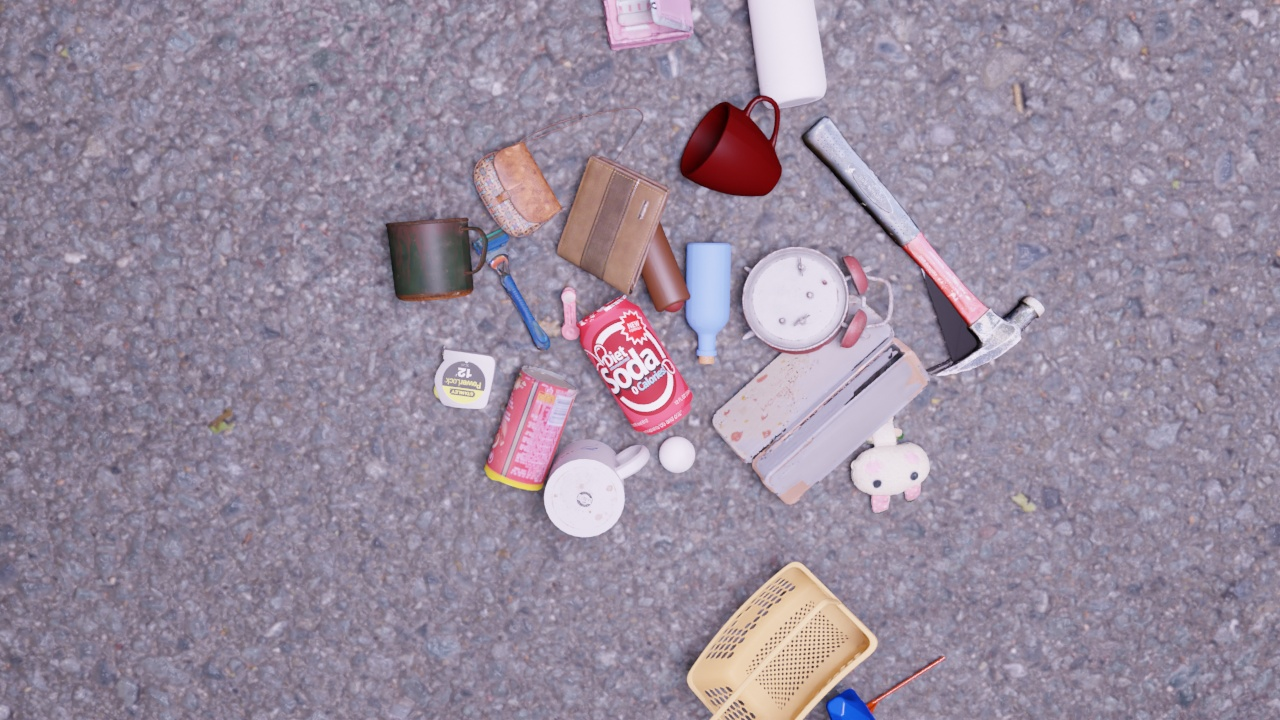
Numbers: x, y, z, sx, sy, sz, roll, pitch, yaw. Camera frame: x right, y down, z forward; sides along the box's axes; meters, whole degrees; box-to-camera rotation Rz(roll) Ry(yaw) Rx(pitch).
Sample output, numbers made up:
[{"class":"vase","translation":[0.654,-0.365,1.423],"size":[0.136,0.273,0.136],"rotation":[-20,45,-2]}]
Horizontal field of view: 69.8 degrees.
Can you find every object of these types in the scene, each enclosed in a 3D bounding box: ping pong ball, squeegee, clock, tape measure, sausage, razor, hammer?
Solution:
[{"class":"ping pong ball","translation":[0.041,0.105,1.020],"size":[0.040,0.040,0.040],"rotation":[0,97,-2]},{"class":"squeegee","translation":[0.230,0.390,1.001],"size":[0.249,0.185,0.055],"rotation":[-34,57,3]},{"class":"clock","translation":[0.185,-0.063,0.969],"size":[0.157,0.062,0.110],"rotation":[1,85,13]},{"class":"tape measure","translation":[-0.195,0.020,1.015],"size":[0.064,0.016,0.065],"rotation":[8,97,-2]},{"class":"sausage","translation":[0.009,-0.124,0.981],"size":[0.040,0.040,0.155],"rotation":[-22,86,1]},{"class":"razor","translation":[-0.137,-0.072,1.003],"size":[0.043,0.018,0.141],"rotation":[-32,101,-34]},{"class":"hammer","translation":[0.287,-0.125,0.999],"size":[0.140,0.036,0.326],"rotation":[-42,96,2]}]

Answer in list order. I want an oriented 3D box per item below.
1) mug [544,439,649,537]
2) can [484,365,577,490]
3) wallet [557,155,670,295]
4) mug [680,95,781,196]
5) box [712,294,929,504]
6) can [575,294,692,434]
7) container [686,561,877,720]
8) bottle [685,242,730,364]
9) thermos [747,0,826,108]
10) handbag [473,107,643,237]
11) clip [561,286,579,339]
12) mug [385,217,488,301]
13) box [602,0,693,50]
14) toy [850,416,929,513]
[{"class":"mug","translation":[-0.043,0.127,0.992],"size":[0.119,0.096,0.083],"rotation":[-30,97,2]},{"class":"can","translation":[-0.119,0.074,0.999],"size":[0.066,0.066,0.124],"rotation":[20,97,-4]},{"class":"wallet","translation":[-0.030,-0.143,0.963],"size":[0.099,0.026,0.121],"rotation":[31,113,21]},{"class":"mug","translation":[0.110,-0.220,0.957],"size":[0.088,0.087,0.114],"rotation":[27,115,-22]},{"class":"box","translation":[0.198,0.043,1.018],"size":[0.217,0.095,0.115],"rotation":[-42,127,4]},{"class":"can","translation":[-0.006,0.006,0.988],"size":[0.074,0.074,0.142],"rotation":[-31,97,3]},{"class":"container","translation":[0.147,0.317,0.976],"size":[0.183,0.167,0.129],"rotation":[-49,64,6]},{"class":"bottle","translation":[0.073,-0.061,0.995],"size":[0.048,0.048,0.131],"rotation":[0,98,-2]},{"class":"thermos","translation":[0.158,-0.385,0.947],"size":[0.101,0.068,0.230],"rotation":[-11,97,-9]},{"class":"handbag","translation":[-0.079,-0.212,0.978],"size":[0.196,0.043,0.093],"rotation":[-31,99,-1]},{"class":"clip","translation":[-0.078,-0.054,1.009],"size":[0.023,0.044,0.060],"rotation":[-2,126,2]},{"class":"mug","translation":[-0.207,-0.106,0.959],"size":[0.111,0.084,0.081],"rotation":[0,100,22]},{"class":"box","translation":[-0.003,-0.443,0.913],"size":[0.099,0.107,0.232],"rotation":[-7,97,0]},{"class":"toy","translation":[0.278,0.118,1.027],"size":[0.087,0.050,0.112],"rotation":[-9,102,0]}]
